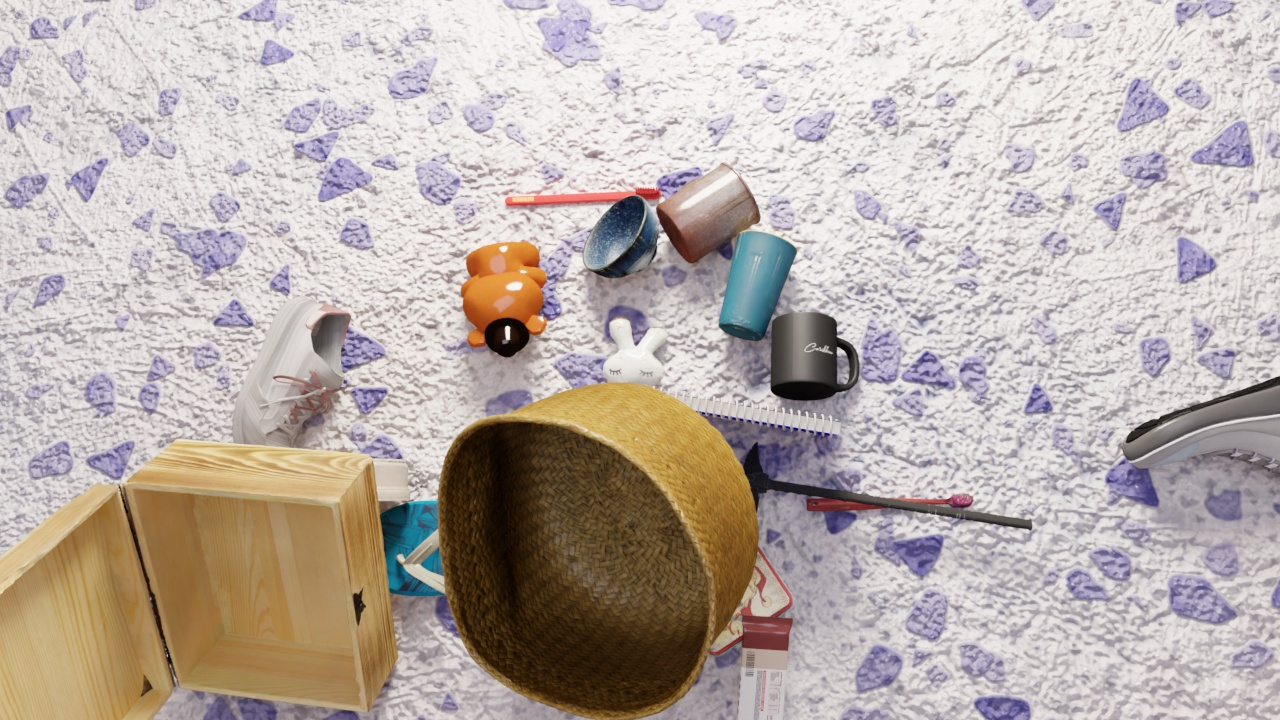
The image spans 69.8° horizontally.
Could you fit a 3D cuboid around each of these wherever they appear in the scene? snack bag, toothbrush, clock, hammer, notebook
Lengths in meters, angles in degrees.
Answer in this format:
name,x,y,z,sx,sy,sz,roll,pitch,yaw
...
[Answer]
name,x,y,z,sx,sy,sz,roll,pitch,yaw
snack bag,0.132,0.356,0.997,0.057,0.013,0.158,3,91,0
toothbrush,-0.079,-0.221,1.231,0.212,0.018,0.012,-2,71,5
toothbrush,0.289,0.165,1.066,0.190,0.016,0.016,-2,69,5
clock,-0.326,0.135,1.066,0.103,0.157,0.061,-1,82,5
hammer,0.276,0.156,1.049,0.325,0.015,0.094,8,47,9
notebook,0.115,0.060,1.038,0.209,0.171,0.022,9,86,9

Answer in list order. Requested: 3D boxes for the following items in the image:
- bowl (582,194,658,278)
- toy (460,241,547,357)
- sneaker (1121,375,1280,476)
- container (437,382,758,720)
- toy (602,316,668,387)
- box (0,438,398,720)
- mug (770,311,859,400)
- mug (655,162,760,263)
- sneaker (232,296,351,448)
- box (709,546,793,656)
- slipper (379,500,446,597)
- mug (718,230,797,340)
name,x,y,z,sx,sy,sz,roll,pitch,yaw
bowl,-0.014,-0.147,1.170,0.115,0.060,0.114,-34,37,31
toy,-0.173,-0.082,1.156,0.112,0.096,0.175,-9,43,3
sneaker,0.682,0.111,1.014,0.256,0.093,0.160,-20,79,0
container,-0.032,0.174,0.918,0.307,0.196,0.307,8,107,27
toy,-0.007,0.007,1.139,0.079,0.038,0.122,4,75,0
box,-0.444,0.276,0.892,0.286,0.335,0.280,4,116,9
mug,0.212,-0.001,1.104,0.113,0.078,0.088,10,71,-18
mug,0.078,-0.195,1.177,0.110,0.096,0.123,-29,40,-8
sneaker,-0.422,0.030,1.142,0.090,0.099,0.235,4,70,22
box,0.074,0.224,1.053,0.117,0.051,0.205,-31,70,-6
slipper,-0.195,0.227,1.073,0.295,0.060,0.118,9,69,7
mug,0.141,-0.090,1.139,0.078,0.078,0.121,16,79,11
